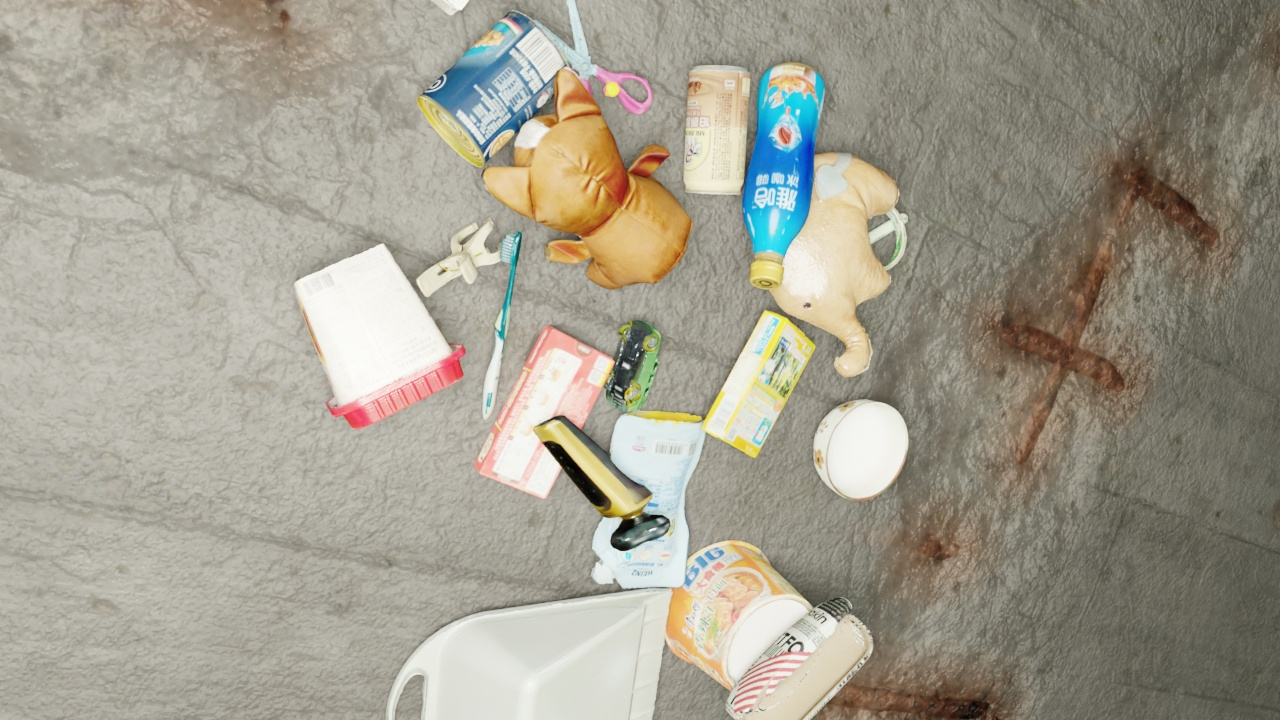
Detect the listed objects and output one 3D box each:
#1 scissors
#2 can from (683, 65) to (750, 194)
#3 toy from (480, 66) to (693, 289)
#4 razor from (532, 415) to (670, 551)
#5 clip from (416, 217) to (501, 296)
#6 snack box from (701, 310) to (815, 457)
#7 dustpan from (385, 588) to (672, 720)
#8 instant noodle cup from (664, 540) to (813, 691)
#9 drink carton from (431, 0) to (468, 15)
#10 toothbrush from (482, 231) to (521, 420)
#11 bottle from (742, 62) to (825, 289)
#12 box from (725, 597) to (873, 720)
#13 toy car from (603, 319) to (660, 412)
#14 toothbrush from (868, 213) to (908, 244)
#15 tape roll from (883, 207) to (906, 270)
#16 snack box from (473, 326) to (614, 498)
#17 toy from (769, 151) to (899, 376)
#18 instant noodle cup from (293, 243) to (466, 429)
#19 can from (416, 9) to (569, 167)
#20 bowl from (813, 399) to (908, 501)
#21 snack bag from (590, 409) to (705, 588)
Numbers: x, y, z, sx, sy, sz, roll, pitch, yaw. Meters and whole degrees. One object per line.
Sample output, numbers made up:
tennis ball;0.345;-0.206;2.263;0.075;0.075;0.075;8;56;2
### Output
scissors;-0.053;-0.254;0.827;0.134;0.017;0.113;34;91;-25
can;0.072;-0.218;0.872;0.058;0.058;0.116;-4;104;-26
toy;-0.044;-0.148;0.802;0.199;0.130;0.140;33;85;-50
razor;-0.040;0.116;0.870;0.167;0.062;0.067;50;50;-20
clip;-0.147;-0.088;0.779;0.035;0.072;0.100;68;27;-22
snack box;0.125;0.026;0.956;0.087;0.034;0.140;30;90;-54
dustpan;-0.113;0.341;0.936;0.257;0.143;0.223;-11;113;-51
instant noodle cup;0.113;0.285;0.988;0.151;0.111;0.151;-6;105;-25
drink carton;-0.181;-0.335;0.724;0.122;0.045;0.053;35;87;-28
toothbrush;-0.127;-0.027;0.817;0.018;0.016;0.192;18;118;6
bottle;0.132;-0.173;0.870;0.065;0.065;0.218;19;73;-29
box;0.163;0.313;0.913;0.162;0.076;0.088;-43;95;-13
toy car;-0.005;0.005;0.897;0.036;0.043;0.091;2;111;-43
toothbrush;0.221;-0.113;0.994;0.189;0.020;0.029;-32;124;-19
tape roll;0.247;-0.136;0.988;0.085;0.014;0.085;3;81;-18
snack box;-0.091;0.050;0.876;0.075;0.025;0.153;27;90;-28
toy;0.187;-0.098;0.928;0.143;0.082;0.226;4;89;-1
instant noodle cup;-0.219;-0.023;0.751;0.116;0.116;0.124;-27;102;-18
can;-0.120;-0.227;0.764;0.111;0.075;0.075;-47;118;-10
bowl;0.236;0.095;1.030;0.113;0.062;0.113;-6;104;-26
snack bag;0.010;0.147;0.945;0.110;0.039;0.191;2;103;-32
